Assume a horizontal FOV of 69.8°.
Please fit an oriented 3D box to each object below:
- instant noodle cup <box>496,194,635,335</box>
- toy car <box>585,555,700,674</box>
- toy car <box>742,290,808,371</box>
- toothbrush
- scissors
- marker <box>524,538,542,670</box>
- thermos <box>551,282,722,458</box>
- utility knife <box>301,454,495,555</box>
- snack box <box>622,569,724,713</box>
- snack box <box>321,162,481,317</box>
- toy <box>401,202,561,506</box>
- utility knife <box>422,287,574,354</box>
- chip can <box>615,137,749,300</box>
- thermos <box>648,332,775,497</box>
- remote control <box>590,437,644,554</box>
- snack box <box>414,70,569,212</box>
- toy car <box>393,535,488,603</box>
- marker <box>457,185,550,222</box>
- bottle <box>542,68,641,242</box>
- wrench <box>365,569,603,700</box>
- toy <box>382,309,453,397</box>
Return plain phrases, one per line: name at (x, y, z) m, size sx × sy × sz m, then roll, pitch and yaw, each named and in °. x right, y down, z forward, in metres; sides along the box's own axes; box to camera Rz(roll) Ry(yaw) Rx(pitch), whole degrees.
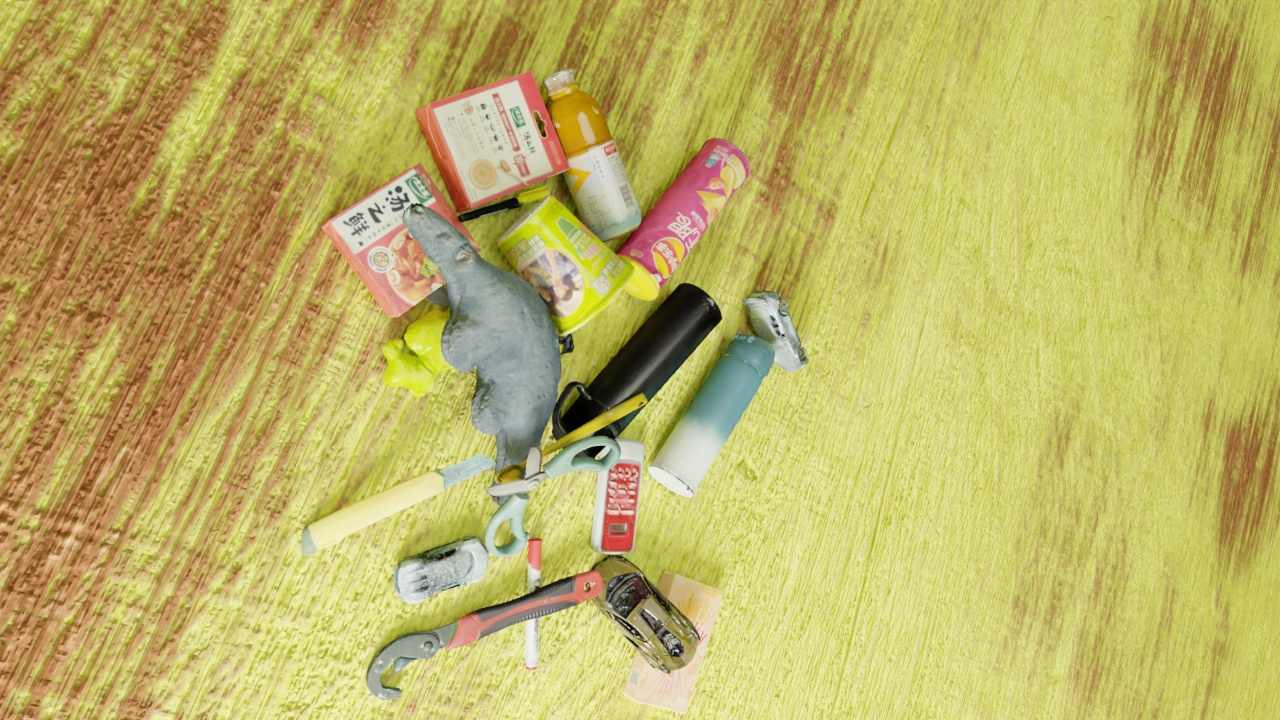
instant noodle cup at (-0.086, -0.109, 0.992) m, size 0.123 × 0.112 × 0.111 m, roll 49°, pitch 66°, yaw -16°
toy car at (0.002, 0.297, 1.073) m, size 0.158 × 0.042 × 0.070 m, roll 45°, pitch 74°, yaw -4°
toy car at (0.175, -0.036, 1.188) m, size 0.036 × 0.054 × 0.120 m, roll -41°, pitch 113°, yaw -29°
toothbrush at (-0.070, 0.084, 0.981) m, size 0.189 × 0.016 × 0.016 m, roll -28°, pitch 129°, yaw -23°
scissors at (-0.095, 0.140, 0.982) m, size 0.169 × 0.019 × 0.172 m, roll -17°, pitch 138°, yaw -33°
marker at (-0.120, 0.272, 1.026) m, size 0.017 × 0.017 × 0.145 m, roll 2°, pitch 90°, yaw -33°
thermos at (-0.006, 0.006, 1.058) m, size 0.242 × 0.068 × 0.090 m, roll -48°, pitch 133°, yaw -23°
utility knife at (-0.242, 0.139, 0.914) m, size 0.204 × 0.021 × 0.031 m, roll -23°, pitch 101°, yaw -8°
snack box at (0.042, 0.345, 1.126) m, size 0.084 × 0.026 × 0.157 m, roll 26°, pitch 77°, yaw -30°
snack box at (-0.232, -0.125, 0.924) m, size 0.126 × 0.044 × 0.113 m, roll -42°, pitch 107°, yaw -25°
toy at (-0.145, -0.011, 0.940) m, size 0.137 × 0.091 × 0.357 m, roll -39°, pitch 130°, yaw -35°
utility knife at (-0.162, -0.047, 0.993) m, size 0.215 × 0.015 × 0.033 m, roll 20°, pitch 78°, yaw -31°
chip can at (0.047, -0.171, 1.093) m, size 0.071 × 0.071 × 0.210 m, roll 47°, pitch 67°, yaw -25°
thermos at (0.094, 0.063, 1.132) m, size 0.070 × 0.070 × 0.220 m, roll 45°, pitch 68°, yaw -25°
remote control at (-0.026, 0.160, 1.082) m, size 0.055 × 0.020 × 0.136 m, roll 9°, pitch 86°, yaw -32°
snack box at (-0.156, -0.233, 0.976) m, size 0.126 × 0.044 × 0.113 m, roll -28°, pitch 105°, yaw -28°
toy car at (-0.206, 0.219, 0.961) m, size 0.105 × 0.031 × 0.049 m, roll -15°, pitch 100°, yaw -33°
marker at (-0.145, -0.168, 0.987) m, size 0.123 × 0.018 × 0.015 m, roll -27°, pitch 107°, yaw -41°
bottle at (-0.058, -0.228, 1.025) m, size 0.067 × 0.068 × 0.189 m, roll -29°, pitch 106°, yaw -29°
wrench at (-0.161, 0.285, 0.986) m, size 0.272 × 0.016 × 0.056 m, roll -19°, pitch 99°, yaw -25°
toy at (-0.218, -0.011, 0.947) m, size 0.096 × 0.031 × 0.100 m, roll 28°, pitch 82°, yaw -40°
